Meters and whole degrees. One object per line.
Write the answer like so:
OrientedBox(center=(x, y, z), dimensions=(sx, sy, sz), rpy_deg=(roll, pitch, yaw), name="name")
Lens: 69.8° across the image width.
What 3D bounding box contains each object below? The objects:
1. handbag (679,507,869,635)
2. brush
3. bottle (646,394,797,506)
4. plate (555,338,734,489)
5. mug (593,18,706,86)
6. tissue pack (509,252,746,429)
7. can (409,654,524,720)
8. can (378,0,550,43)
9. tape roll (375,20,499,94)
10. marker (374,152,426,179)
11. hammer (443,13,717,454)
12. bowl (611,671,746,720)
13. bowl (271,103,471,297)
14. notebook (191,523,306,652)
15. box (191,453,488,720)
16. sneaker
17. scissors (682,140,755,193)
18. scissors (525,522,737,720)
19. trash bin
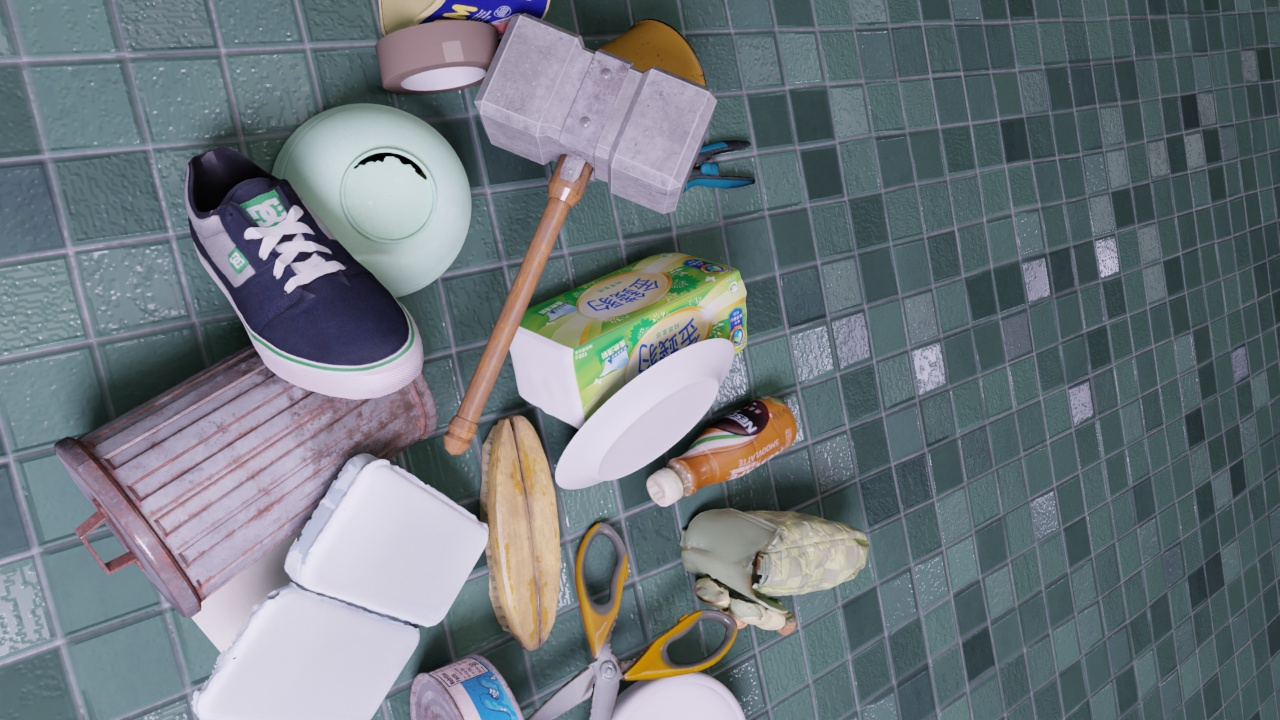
OrientedBox(center=(0.132, 0.206, 0.889), dimensions=(0.186, 0.113, 0.117), rpy_deg=(6, 92, -35), name="handbag")
OrientedBox(center=(-0.102, 0.143, 0.767), dimensions=(0.059, 0.043, 0.195), rpy_deg=(-6, 91, -36), name="brush")
OrientedBox(center=(0.077, 0.090, 0.883), dimensions=(0.166, 0.059, 0.059), rpy_deg=(-27, 104, -32), name="bottle")
OrientedBox(center=(0.011, 0.054, 0.776), dimensions=(0.188, 0.189, 0.016), rpy_deg=(-26, 65, -32), name="plate")
OrientedBox(center=(-0.010, -0.224, 0.815), dimensions=(0.093, 0.100, 0.124), rpy_deg=(-39, 151, -27), name="mug")
OrientedBox(center=(-0.005, 0.005, 0.805), dimensions=(0.197, 0.120, 0.141), rpy_deg=(-23, 120, -27), name="tissue pack")
OrientedBox(center=(-0.128, 0.293, 0.693), dimensions=(0.044, 0.130, 0.130), rpy_deg=(-12, 95, -34), name="can")
OrientedBox(center=(-0.137, -0.283, 0.712), dimensions=(0.092, 0.116, 0.056), rpy_deg=(-6, 92, -37), name="can")
OrientedBox(center=(-0.155, -0.233, 0.710), dimensions=(0.093, 0.094, 0.030), rpy_deg=(-14, 96, -34), name="tape roll")
OrientedBox(center=(-0.188, -0.155, 0.729), dimensions=(0.124, 0.021, 0.017), rpy_deg=(41, 67, -25), name="marker")
OrientedBox(center=(-0.078, -0.078, 0.687), dimensions=(0.163, 0.083, 0.317), rpy_deg=(22, 84, 1), name="hammer")
OrientedBox(center=(0.014, 0.364, 0.827), dimensions=(0.176, 0.066, 0.176), rpy_deg=(1, 88, -35), name="bowl")
OrientedBox(center=(-0.191, -0.119, 0.677), dimensions=(0.150, 0.077, 0.151), rpy_deg=(-3, 97, -25), name="bowl")
OrientedBox(center=(-0.264, 0.137, 0.676), dimensions=(0.152, 0.012, 0.209), rpy_deg=(-40, 111, -29), name="notebook")
OrientedBox(center=(-0.192, 0.171, 0.637), dimensions=(0.188, 0.037, 0.209), rpy_deg=(-61, 157, -17), name="box")
OrientedBox(center=(-0.221, -0.062, 0.574), dimensions=(0.084, 0.235, 0.079), rpy_deg=(-32, 144, -31), name="sneaker")
OrientedBox(center=(0.060, -0.187, 0.902), dimensions=(0.144, 0.019, 0.126), rpy_deg=(36, 70, -27), name="scissors")
OrientedBox(center=(-0.024, 0.241, 0.787), dimensions=(0.224, 0.016, 0.216), rpy_deg=(-22, 72, -29), name="scissors")
OrientedBox(center=(-0.255, 0.059, 0.598), dimensions=(0.210, 0.131, 0.131), rpy_deg=(-38, 110, -32), name="trash bin")
